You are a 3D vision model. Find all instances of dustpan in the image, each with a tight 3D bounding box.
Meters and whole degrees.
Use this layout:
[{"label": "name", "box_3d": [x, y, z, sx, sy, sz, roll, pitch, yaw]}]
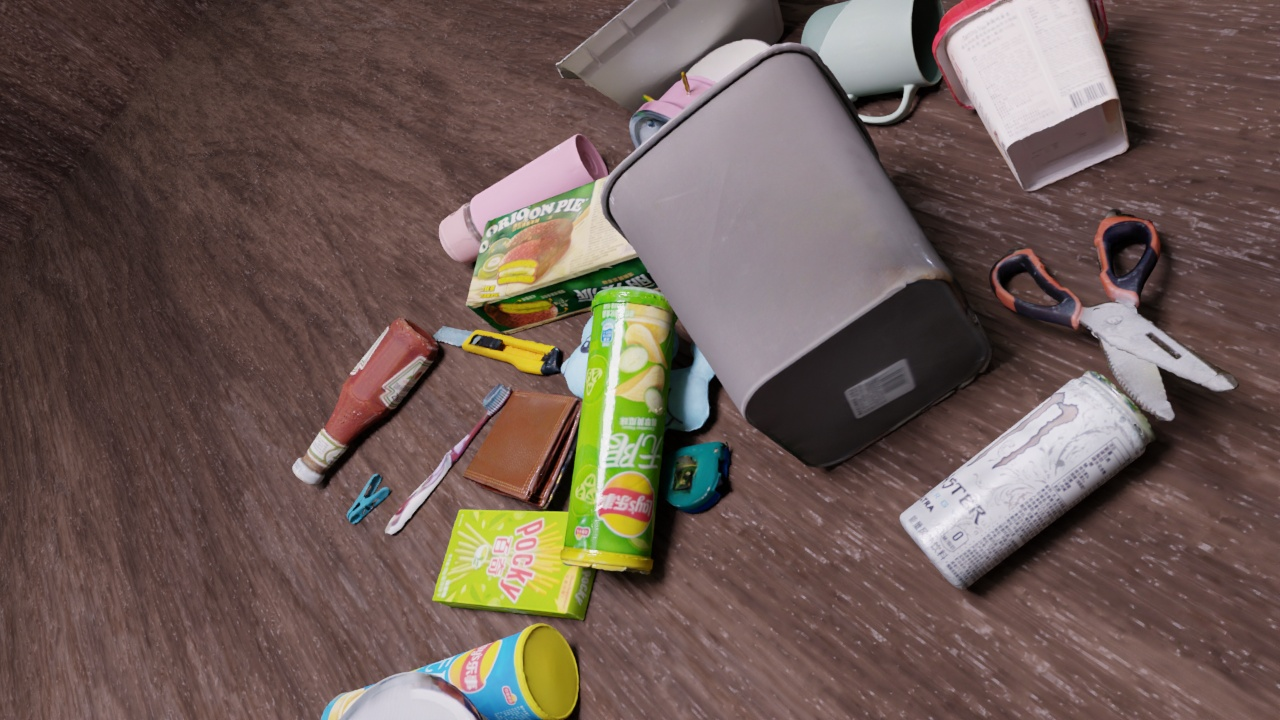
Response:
[{"label": "dustpan", "box_3d": [0.028, -0.353, 0.920, 0.223, 0.257, 0.142, -35, 69, 14]}]

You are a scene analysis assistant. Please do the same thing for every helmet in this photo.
[{"label": "helmet", "box_3d": [-0.150, 0.355, 0.604, 0.230, 0.146, 0.258, -3, 54, 35]}]

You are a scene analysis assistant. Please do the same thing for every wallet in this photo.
[{"label": "wallet", "box_3d": [-0.104, 0.075, 0.833, 0.125, 0.032, 0.101, 5, 64, 53]}]

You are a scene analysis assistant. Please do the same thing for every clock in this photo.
[{"label": "clock", "box_3d": [0.065, -0.172, 0.789, 0.059, 0.158, 0.117, -48, 18, -13]}]

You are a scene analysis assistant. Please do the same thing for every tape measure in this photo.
[{"label": "tape measure", "box_3d": [0.041, 0.091, 0.720, 0.058, 0.025, 0.054, -16, 52, 31]}]

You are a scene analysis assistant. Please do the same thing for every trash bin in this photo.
[{"label": "trash bin", "box_3d": [0.117, -0.064, 0.660, 0.199, 0.198, 0.219, -36, 52, 15]}]

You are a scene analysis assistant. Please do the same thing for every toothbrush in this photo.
[{"label": "toothbrush", "box_3d": [-0.192, 0.097, 0.906, 0.187, 0.017, 0.016, -50, 43, -2]}]

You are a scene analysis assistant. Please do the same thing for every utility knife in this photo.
[{"label": "utility knife", "box_3d": [-0.156, -0.014, 0.956, 0.218, 0.015, 0.033, 12, 67, 43]}]

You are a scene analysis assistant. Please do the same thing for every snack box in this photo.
[{"label": "snack box", "box_3d": [-0.059, -0.111, 0.911, 0.241, 0.063, 0.114, -14, 53, 31]}, {"label": "snack box", "box_3d": [-0.104, 0.171, 0.780, 0.157, 0.026, 0.085, -5, 59, 36]}]

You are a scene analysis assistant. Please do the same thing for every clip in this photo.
[{"label": "clip", "box_3d": [-0.283, 0.145, 0.949, 0.055, 0.013, 0.034, -53, 43, -3]}]

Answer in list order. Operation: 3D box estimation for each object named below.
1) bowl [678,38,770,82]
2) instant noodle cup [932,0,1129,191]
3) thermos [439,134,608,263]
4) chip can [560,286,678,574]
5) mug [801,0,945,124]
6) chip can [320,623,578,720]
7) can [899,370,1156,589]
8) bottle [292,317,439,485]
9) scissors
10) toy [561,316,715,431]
[{"label": "bowl", "box_3d": [0.091, -0.241, 0.879, 0.117, 0.066, 0.116, -20, 51, 26]}, {"label": "instant noodle cup", "box_3d": [0.291, -0.203, 0.670, 0.117, 0.116, 0.124, -22, 61, 26]}, {"label": "thermos", "box_3d": [-0.130, -0.176, 1.019, 0.199, 0.067, 0.087, -26, 16, 24]}, {"label": "chip can", "box_3d": [-0.015, 0.052, 0.719, 0.073, 0.072, 0.221, -3, 75, 37]}, {"label": "mug", "box_3d": [0.203, -0.262, 0.804, 0.106, 0.082, 0.112, 1, 94, 39]}, {"label": "chip can", "box_3d": [-0.152, 0.269, 0.718, 0.211, 0.071, 0.071, -25, 49, 24]}, {"label": "can", "box_3d": [0.232, 0.073, 0.557, 0.147, 0.058, 0.058, -41, 44, 9]}, {"label": "bottle", "box_3d": [-0.303, 0.048, 1.000, 0.206, 0.059, 0.060, -51, 44, 1]}, {"label": "scissors", "box_3d": [0.294, -0.037, 0.570, 0.213, 0.015, 0.198, -47, 28, -24]}, {"label": "toy", "box_3d": [-0.005, 0.005, 0.798, 0.162, 0.049, 0.156, -24, 57, 28]}]
